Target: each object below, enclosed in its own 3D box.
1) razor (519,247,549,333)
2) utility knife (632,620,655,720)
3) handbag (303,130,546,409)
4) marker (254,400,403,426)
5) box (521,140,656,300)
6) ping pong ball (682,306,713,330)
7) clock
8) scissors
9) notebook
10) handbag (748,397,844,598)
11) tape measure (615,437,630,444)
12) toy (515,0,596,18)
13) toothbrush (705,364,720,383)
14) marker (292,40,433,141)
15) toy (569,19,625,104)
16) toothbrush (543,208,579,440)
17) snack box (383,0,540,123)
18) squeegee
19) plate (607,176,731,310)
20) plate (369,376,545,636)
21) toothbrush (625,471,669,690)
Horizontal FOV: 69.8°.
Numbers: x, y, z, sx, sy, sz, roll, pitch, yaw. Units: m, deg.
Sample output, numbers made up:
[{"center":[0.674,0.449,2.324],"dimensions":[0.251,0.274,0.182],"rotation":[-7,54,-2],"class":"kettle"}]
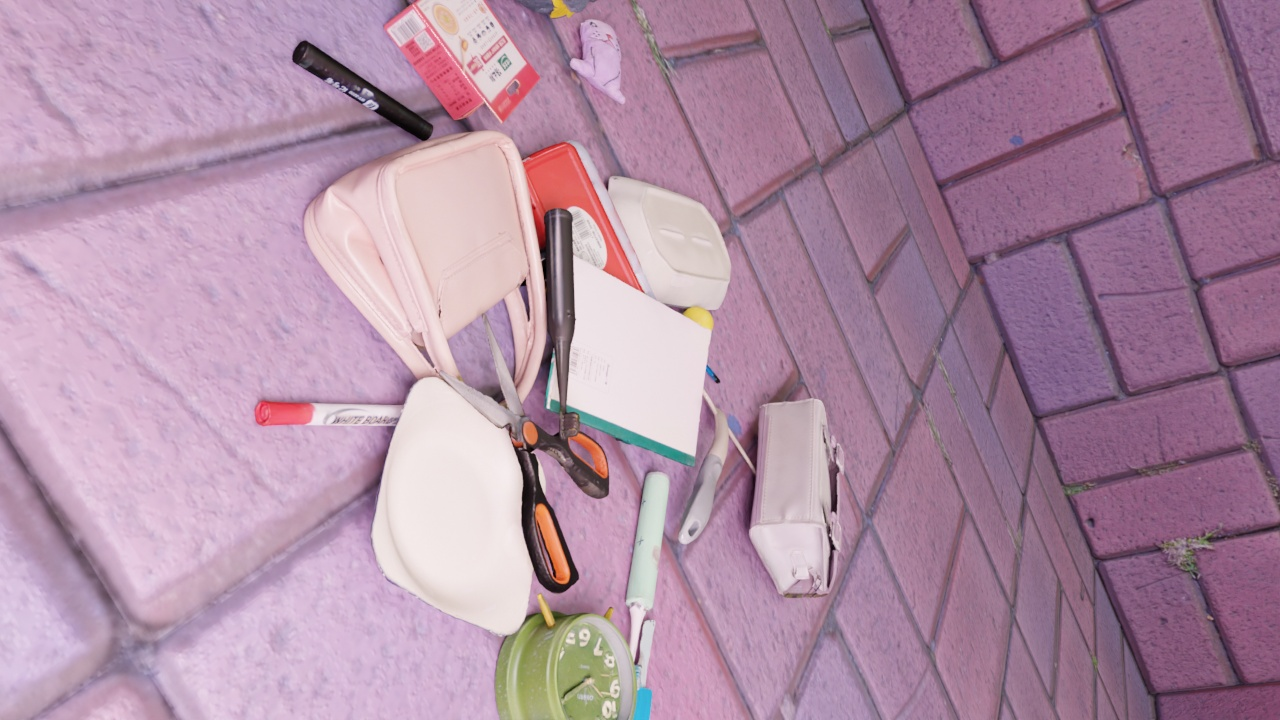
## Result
[{"center":[-0.066,-0.031,0.874],"dimensions":[0.167,0.062,0.067],"rotation":[63,0,-21],"class":"razor"},{"center":[-0.005,0.318,0.787],"dimensions":[0.034,0.018,0.208],"rotation":[46,39,-34],"class":"utility knife"},{"center":[-0.145,-0.059,0.745],"dimensions":[0.192,0.094,0.234],"rotation":[-48,121,-56],"class":"handbag"},{"center":[-0.202,0.038,0.645],"dimensions":[0.145,0.017,0.017],"rotation":[7,67,-56],"class":"marker"},{"center":[-0.060,-0.120,0.941],"dimensions":[0.112,0.100,0.201],"rotation":[-31,103,-24],"class":"box"},{"center":[0.067,-0.044,1.090],"dimensions":[0.040,0.040,0.040],"rotation":[34,46,-44],"class":"ping pong ball"},{"center":[-0.053,0.267,0.707],"dimensions":[0.116,0.056,0.161],"rotation":[27,51,-47],"class":"clock"},{"center":[-0.084,0.076,0.734],"dimensions":[0.230,0.022,0.220],"rotation":[15,62,-62],"class":"scissors"},{"center":[-0.005,0.005,0.878],"dimensions":[0.209,0.012,0.150],"rotation":[26,64,-44],"class":"notebook"},{"center":[0.194,0.164,1.103],"dimensions":[0.196,0.098,0.145],"rotation":[-76,155,-45],"class":"handbag"},{"center":[-0.012,0.058,0.924],"dimensions":[0.058,0.025,0.054],"rotation":[-30,100,-55],"class":"tape measure"},{"center":[-0.119,-0.440,0.998],"dimensions":[0.138,0.092,0.355],"rotation":[48,24,20],"class":"toy"},{"center":[0.044,-0.028,1.077],"dimensions":[0.189,0.016,0.014],"rotation":[47,28,-37],"class":"toothbrush"},{"center":[-0.226,-0.221,0.757],"dimensions":[0.132,0.020,0.022],"rotation":[26,35,-50],"class":"marker"},{"center":[-0.050,-0.365,1.097],"dimensions":[0.083,0.039,0.107],"rotation":[28,51,-37],"class":"toy"},{"center":[-0.067,-0.034,0.788],"dimensions":[0.026,0.027,0.212],"rotation":[39,42,-59],"class":"toothbrush"},{"center":[-0.165,-0.290,0.868],"dimensions":[0.127,0.044,0.113],"rotation":[53,34,-24],"class":"snack box"},{"center":[0.074,0.106,0.986],"dimensions":[0.246,0.039,0.245],"rotation":[56,26,-22],"class":"squeegee"},{"center":[0.046,-0.143,1.107],"dimensions":[0.265,0.034,0.162],"rotation":[1,68,-61],"class":"plate"},{"center":[-0.137,0.111,0.682],"dimensions":[0.164,0.034,0.163],"rotation":[44,39,-40],"class":"plate"},{"center":[0.003,0.201,0.861],"dimensions":[0.026,0.027,0.223],"rotation":[51,35,-37],"class":"toothbrush"}]
